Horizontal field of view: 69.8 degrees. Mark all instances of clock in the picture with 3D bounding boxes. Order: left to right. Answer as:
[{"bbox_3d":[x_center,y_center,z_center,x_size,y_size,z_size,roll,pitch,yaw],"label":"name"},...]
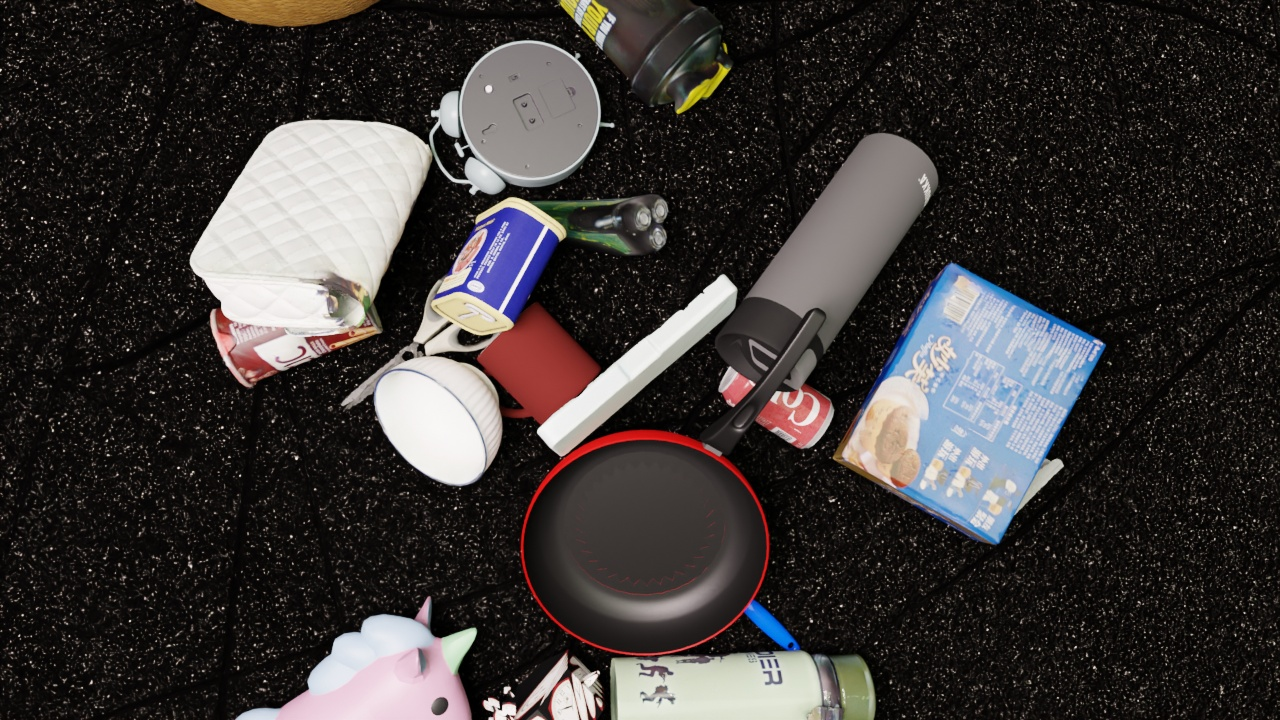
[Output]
[{"bbox_3d":[-0.110,-0.212,0.820,0.159,0.045,0.122,-27,92,-5],"label":"clock"},{"bbox_3d":[-0.103,0.312,0.771,0.065,0.115,0.154,47,67,-4],"label":"clock"}]

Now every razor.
[{"bbox_3d":[-0.051,-0.125,0.816,0.151,0.067,0.054,4,83,2],"label":"razor"}]

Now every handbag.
[{"bbox_3d":[-0.258,-0.110,0.745,0.139,0.073,0.194,4,52,9],"label":"handbag"}]

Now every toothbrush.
[{"bbox_3d":[0.082,0.209,0.846,0.182,0.018,0.016,44,84,-4],"label":"toothbrush"}]

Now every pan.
[{"bbox_3d":[0.042,0.098,0.768,0.209,0.067,0.357,30,106,-10],"label":"pan"}]

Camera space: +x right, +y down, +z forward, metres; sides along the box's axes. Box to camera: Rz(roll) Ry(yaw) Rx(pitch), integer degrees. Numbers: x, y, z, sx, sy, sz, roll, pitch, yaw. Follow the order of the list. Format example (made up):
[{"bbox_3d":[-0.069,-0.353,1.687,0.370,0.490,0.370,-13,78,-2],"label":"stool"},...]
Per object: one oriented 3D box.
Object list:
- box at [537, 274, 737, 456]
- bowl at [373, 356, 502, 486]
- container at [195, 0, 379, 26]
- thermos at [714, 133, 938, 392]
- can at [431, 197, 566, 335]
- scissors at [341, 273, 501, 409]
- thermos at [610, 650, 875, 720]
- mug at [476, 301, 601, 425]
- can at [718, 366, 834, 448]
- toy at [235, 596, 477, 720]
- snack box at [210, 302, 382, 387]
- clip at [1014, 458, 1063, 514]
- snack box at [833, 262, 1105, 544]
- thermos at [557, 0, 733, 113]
[{"bbox_3d":[-0.002,0.008,0.781,0.197,0.134,0.041,-39,83,-6],"label":"box"},{"bbox_3d":[-0.163,0.042,0.788,0.118,0.118,0.062,47,45,-4],"label":"bowl"},{"bbox_3d":[-0.308,-0.429,0.727,0.307,0.197,0.307,0,89,-8],"label":"container"},{"bbox_3d":[0.165,-0.086,0.803,0.082,0.082,0.240,39,72,-4],"label":"thermos"},{"bbox_3d":[-0.122,-0.075,0.770,0.056,0.116,0.092,33,74,-23],"label":"can"},{"bbox_3d":[-0.204,-0.020,0.821,0.171,0.012,0.121,-12,87,-5],"label":"scissors"},{"bbox_3d":[0.091,0.300,0.813,0.231,0.082,0.082,0,89,-7],"label":"thermos"},{"bbox_3d":[-0.099,0.013,0.809,0.082,0.073,0.106,46,113,-4],"label":"mug"},{"bbox_3d":[0.123,0.036,0.837,0.096,0.054,0.054,32,85,-5],"label":"can"},{"bbox_3d":[-0.245,0.298,0.767,0.222,0.120,0.171,-4,99,-8],"label":"toy"},{"bbox_3d":[-0.291,-0.033,0.782,0.121,0.072,0.072,-23,91,-8],"label":"snack box"},{"bbox_3d":[0.351,0.116,0.868,0.101,0.050,0.058,-43,106,-7],"label":"clip"},{"bbox_3d":[0.294,0.039,0.835,0.155,0.069,0.202,30,85,6],"label":"snack box"},{"bbox_3d":[-0.016,-0.318,0.813,0.098,0.098,0.221,-45,88,-6],"label":"thermos"}]
